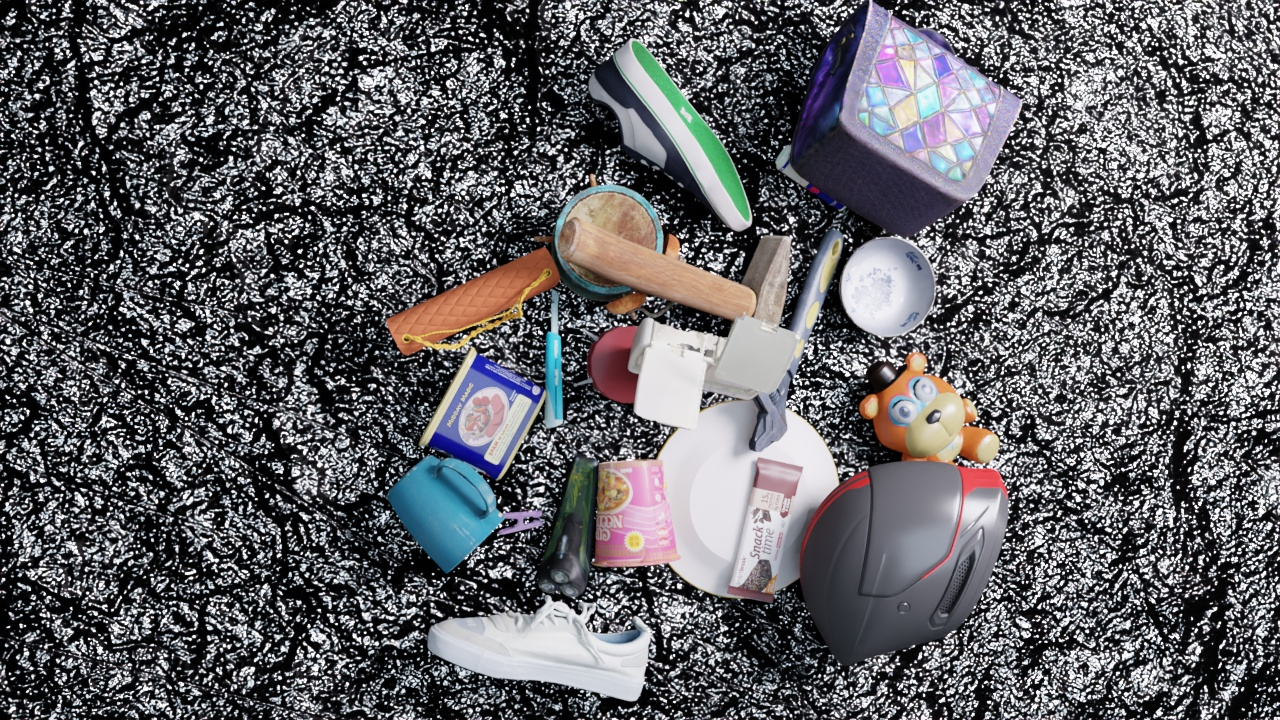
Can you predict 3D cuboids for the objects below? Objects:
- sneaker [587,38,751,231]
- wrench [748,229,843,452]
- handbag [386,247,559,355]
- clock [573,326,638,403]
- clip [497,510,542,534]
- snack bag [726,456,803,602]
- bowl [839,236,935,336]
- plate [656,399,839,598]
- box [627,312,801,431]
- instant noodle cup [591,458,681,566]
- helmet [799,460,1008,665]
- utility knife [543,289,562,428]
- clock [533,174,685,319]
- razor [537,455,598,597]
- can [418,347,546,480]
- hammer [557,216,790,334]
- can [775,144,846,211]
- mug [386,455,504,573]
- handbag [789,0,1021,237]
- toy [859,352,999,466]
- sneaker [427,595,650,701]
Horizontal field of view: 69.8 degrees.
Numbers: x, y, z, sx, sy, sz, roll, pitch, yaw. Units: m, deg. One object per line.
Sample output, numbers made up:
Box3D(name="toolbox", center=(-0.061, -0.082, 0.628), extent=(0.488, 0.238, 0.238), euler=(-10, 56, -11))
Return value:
Box3D(name="sneaker", center=(0.033, -0.229, 1.003), extent=(0.079, 0.084, 0.235), euler=(-31, 108, 27))
Box3D(name="wrench", center=(0.176, -0.024, 1.034), extent=(0.073, 0.022, 0.273), euler=(33, 75, -41))
Box3D(name="handbag", center=(-0.168, -0.056, 0.945), extent=(0.171, 0.109, 0.060), euler=(-26, 95, -9))
Box3D(name="clock", center=(-0.006, 0.006, 1.009), extent=(0.124, 0.044, 0.087), euler=(8, 90, -10))
Box3D(name="clip", center=(-0.132, 0.178, 1.007), extent=(0.051, 0.013, 0.035), euler=(-3, 94, -13))
Box3D(name="snack bag", center=(0.141, 0.191, 1.032), extent=(0.057, 0.013, 0.158), euler=(14, 89, -9))
Box3D(name="bowl", center=(0.276, -0.083, 1.057), extent=(0.114, 0.045, 0.114), euler=(0, 91, -10))
Box3D(name="plate", center=(0.122, 0.159, 1.047), extent=(0.229, 0.021, 0.230), euler=(0, 91, -10))
Box3D(name="box", center=(0.061, 0.021, 0.887), extent=(0.143, 0.193, 0.106), euler=(12, 71, -4))
Box3D(name="instant noodle cup", center=(-0.008, 0.162, 0.992), extent=(0.097, 0.098, 0.108), euler=(-3, 85, -10))
Box3D(name="helmet", center=(0.263, 0.211, 0.992), extent=(0.170, 0.164, 0.265), euler=(19, 108, 2))
Box3D(name="utility knife", center=(-0.097, -0.002, 1.006), extent=(0.022, 0.015, 0.151), euler=(-2, 92, -39))
Box3D(name="clock", center=(-0.023, -0.114, 0.988), extent=(0.157, 0.073, 0.121), euler=(41, 85, -5))
Box3D(name="razor", center=(-0.072, 0.177, 0.992), extent=(0.054, 0.067, 0.151), euler=(11, 81, 1))
Box3D(name="can", center=(-0.166, 0.058, 0.976), extent=(0.092, 0.056, 0.116), euler=(29, 86, -11))
Box3D(name="hammer", center=(0.040, -0.089, 0.948), extent=(0.300, 0.037, 0.158), euler=(15, 88, -40))
Box3D(name="can", center=(0.200, -0.209, 1.047), extent=(0.095, 0.032, 0.032), euler=(32, 86, -9))
Box3D(name="mug", center=(-0.198, 0.147, 0.950), extent=(0.104, 0.084, 0.112), euler=(46, 126, -1))
Box3D(name="handbag", center=(0.291, -0.273, 1.010), extent=(0.205, 0.126, 0.221), euler=(29, 69, -10))
Box3D(name="toy", center=(0.323, 0.070, 1.052), extent=(0.176, 0.096, 0.112), euler=(44, 85, 3))
Box3D(name="sneaker", center=(-0.103, 0.294, 0.982), extent=(0.242, 0.090, 0.090), euler=(17, 84, -17))
